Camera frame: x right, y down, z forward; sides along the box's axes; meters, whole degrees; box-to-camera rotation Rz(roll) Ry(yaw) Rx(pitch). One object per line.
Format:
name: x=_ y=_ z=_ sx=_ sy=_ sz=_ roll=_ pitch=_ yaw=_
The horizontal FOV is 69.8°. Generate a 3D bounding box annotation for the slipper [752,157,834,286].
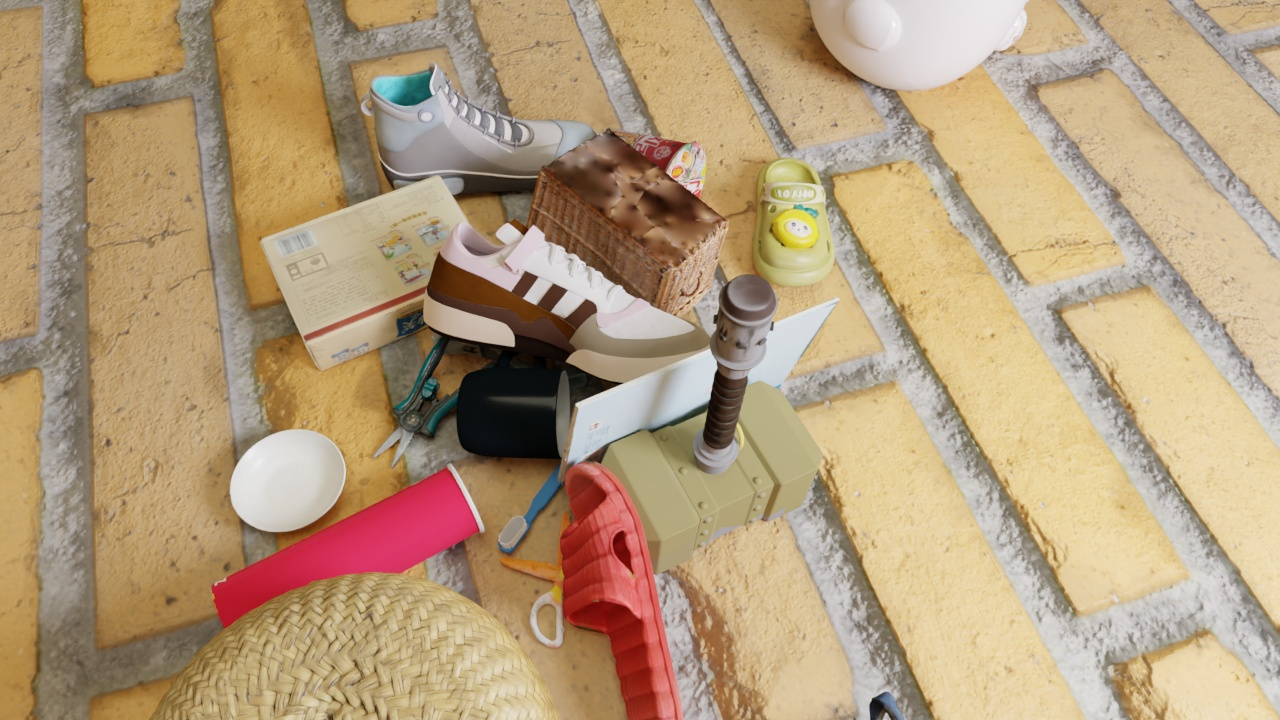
slipper: x=0.174 y=-0.170 z=1.026 sx=0.091 sy=0.082 sz=0.190 roll=5 pitch=55 yaw=-2

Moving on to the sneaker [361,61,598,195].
sneaker: x=-0.172 y=-0.269 z=1.029 sx=0.256 sy=0.161 sz=0.093 roll=-8 pitch=58 yaw=-5

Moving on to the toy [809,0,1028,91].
toy: x=0.353 y=-0.470 z=1.121 sx=0.266 sy=0.264 sz=0.279 roll=42 pitch=47 yaw=14

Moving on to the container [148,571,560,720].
container: x=-0.195 y=0.303 z=0.648 sx=0.307 sy=0.197 sz=0.306 roll=2 pitch=57 yaw=-3

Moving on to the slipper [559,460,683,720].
slipper: x=-0.029 y=0.200 z=0.761 sx=0.059 sy=0.104 sz=0.248 roll=-6 pitch=65 yaw=-27

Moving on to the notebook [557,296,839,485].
notebook: x=0.046 y=0.031 z=0.826 sx=0.253 sy=0.181 sz=0.009 roll=-22 pitch=69 yaw=-20

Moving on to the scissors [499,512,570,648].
scissors: x=-0.068 y=0.198 z=0.825 sx=0.125 sy=0.011 sz=0.130 roll=12 pitch=58 yaw=5

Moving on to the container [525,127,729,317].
container: x=-0.015 y=-0.134 z=0.960 sx=0.198 sy=0.113 sz=0.113 roll=39 pitch=55 yaw=14

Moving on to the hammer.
hammer: x=0.066 y=0.042 z=0.741 sx=0.190 sy=0.326 sz=0.100 roll=-22 pitch=61 yaw=-15

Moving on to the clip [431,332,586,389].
clip: x=-0.119 y=-0.047 z=0.970 sx=0.169 sy=0.031 sz=0.164 roll=16 pitch=57 yaw=6

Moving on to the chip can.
chip can: x=-0.252 y=0.171 z=0.801 sx=0.220 sy=0.069 sz=0.069 roll=-27 pitch=62 yaw=-17

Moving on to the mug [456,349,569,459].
mug: x=-0.119 y=0.034 z=0.880 sx=0.094 sy=0.085 sz=0.121 roll=1 pitch=58 yaw=4

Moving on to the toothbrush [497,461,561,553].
toothbrush: x=-0.083 y=0.113 z=0.872 sx=0.016 sy=0.014 sz=0.166 roll=20 pitch=56 yaw=26

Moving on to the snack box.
snack box: x=-0.275 y=-0.098 z=0.979 sx=0.207 sy=0.055 sz=0.153 roll=-25 pitch=62 yaw=-17

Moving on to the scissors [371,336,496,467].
scissors: x=-0.203 y=0.036 z=0.908 sx=0.119 sy=0.019 sz=0.151 roll=-2 pitch=70 yaw=1

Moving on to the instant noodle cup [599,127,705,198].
instant noodle cup: x=0.002 y=-0.216 z=1.045 sx=0.112 sy=0.100 sz=0.100 roll=27 pitch=60 yaw=23

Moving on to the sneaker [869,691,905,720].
sneaker: x=0.119 y=0.326 z=0.685 sx=0.294 sy=0.127 sz=0.120 roll=-3 pitch=59 yaw=-2

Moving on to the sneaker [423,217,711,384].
sneaker: x=-0.063 y=-0.065 z=0.878 sx=0.294 sy=0.116 sz=0.111 roll=15 pitch=24 yaw=13

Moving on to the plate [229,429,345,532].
plate: x=-0.327 y=0.116 z=0.859 sx=0.104 sy=0.026 sz=0.104 roll=1 pitch=58 yaw=-1
